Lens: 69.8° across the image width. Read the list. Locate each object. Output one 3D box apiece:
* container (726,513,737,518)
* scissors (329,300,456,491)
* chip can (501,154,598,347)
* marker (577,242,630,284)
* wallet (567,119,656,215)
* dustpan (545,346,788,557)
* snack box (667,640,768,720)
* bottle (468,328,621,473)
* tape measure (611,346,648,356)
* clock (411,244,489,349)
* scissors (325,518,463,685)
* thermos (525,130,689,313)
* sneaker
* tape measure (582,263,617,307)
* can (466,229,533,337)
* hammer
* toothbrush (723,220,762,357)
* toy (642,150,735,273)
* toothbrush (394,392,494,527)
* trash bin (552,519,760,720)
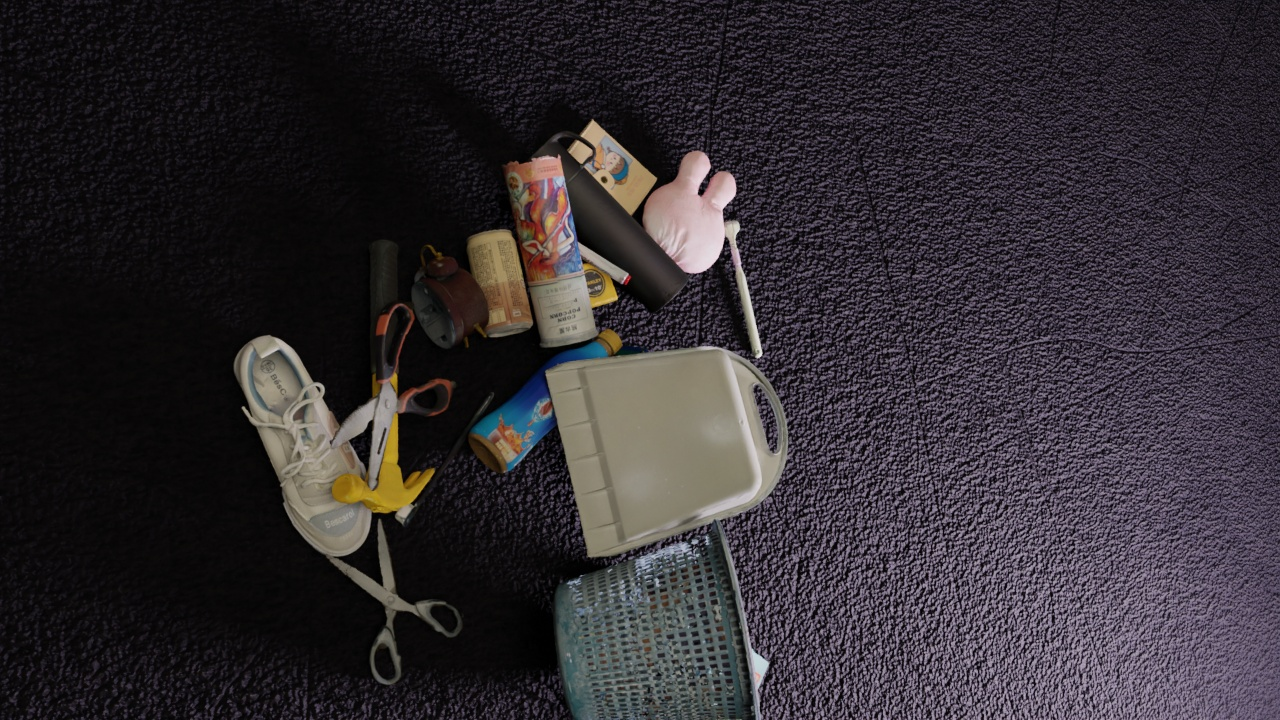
[{"bbox_3d":[0.091,0.126,1.143,0.090,0.090,0.114,-39,97,-28],"label":"container"},{"bbox_3d":[-0.256,0.030,0.953,0.226,0.015,0.189,-11,89,-67],"label":"scissors"},{"bbox_3d":[-0.105,-0.127,1.070,0.071,0.071,0.215,-17,100,-29],"label":"chip can"},{"bbox_3d":[-0.076,-0.136,1.120,0.145,0.017,0.017,33,66,1],"label":"marker"},{"bbox_3d":[-0.042,-0.242,1.180,0.115,0.024,0.087,41,60,-16],"label":"wallet"},{"bbox_3d":[0.048,0.091,1.080,0.258,0.142,0.222,-15,81,4],"label":"dustpan"},{"bbox_3d":[0.082,0.421,1.104,0.074,0.052,0.174,36,67,-16],"label":"snack box"},{"bbox_3d":[-0.103,0.038,1.071,0.218,0.065,0.065,-44,101,-26],"label":"bottle"},{"bbox_3d":[-0.007,0.007,1.132,0.025,0.058,0.054,-51,126,-27],"label":"tape measure"},{"bbox_3d":[-0.217,-0.071,1.024,0.055,0.082,0.122,-30,95,-32],"label":"clock"},{"bbox_3d":[-0.257,0.255,0.963,0.159,0.014,0.180,10,88,-34],"label":"scissors"},{"bbox_3d":[-0.037,-0.173,1.133,0.242,0.090,0.068,46,22,-13],"label":"thermos"},{"bbox_3d":[-0.336,0.084,0.930,0.089,0.091,0.242,-25,93,-28],"label":"sneaker"},{"bbox_3d":[-0.064,-0.091,1.136,0.059,0.029,0.057,-19,91,-29],"label":"tape measure"},{"bbox_3d":[-0.164,-0.089,1.067,0.058,0.059,0.116,-10,86,-28],"label":"can"},{"bbox_3d":[-0.274,0.014,0.983,0.128,0.033,0.300,29,52,-62],"label":"hammer"},{"bbox_3d":[0.140,-0.096,1.248,0.029,0.020,0.189,-13,87,2],"label":"toothbrush"},{"bbox_3d":[0.068,-0.194,1.207,0.121,0.054,0.159,35,70,-19],"label":"toy"},{"bbox_3d":[-0.217,0.107,1.029,0.018,0.016,0.180,36,67,-7],"label":"toothbrush"},{"bbox_3d":[0.012,0.300,0.997,0.195,0.226,0.226,-9,84,-1],"label":"trash bin"}]
